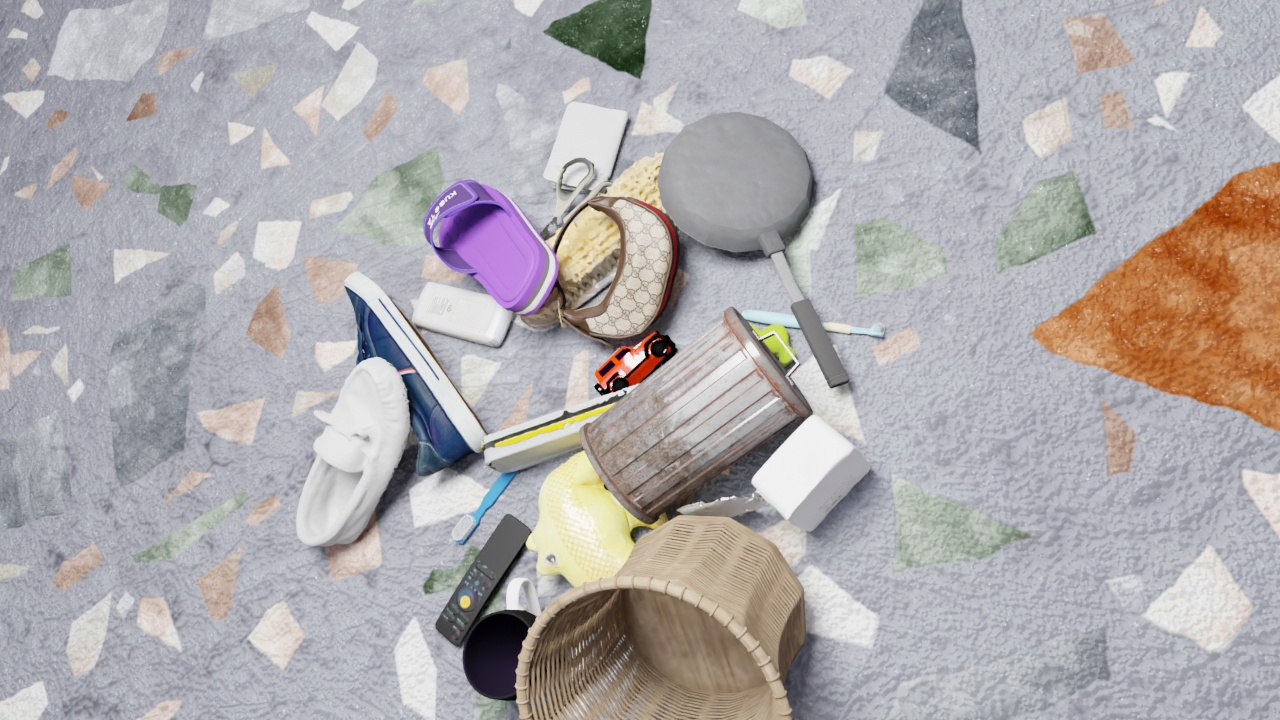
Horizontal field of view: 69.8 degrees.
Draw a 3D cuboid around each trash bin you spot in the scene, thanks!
[{"bbox_3d":[0.059,0.051,0.903,0.211,0.130,0.130,-38,63,10],"label":"trash bin"}]

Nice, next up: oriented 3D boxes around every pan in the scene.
[{"bbox_3d":[0.140,-0.131,0.992,0.178,0.041,0.357,-18,68,-11],"label":"pan"}]

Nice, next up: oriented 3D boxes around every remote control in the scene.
[{"bbox_3d":[-0.173,0.243,1.019,0.041,0.020,0.152,31,85,26],"label":"remote control"},{"bbox_3d":[-0.222,-0.058,1.140,0.139,0.025,0.060,14,77,26],"label":"remote control"}]

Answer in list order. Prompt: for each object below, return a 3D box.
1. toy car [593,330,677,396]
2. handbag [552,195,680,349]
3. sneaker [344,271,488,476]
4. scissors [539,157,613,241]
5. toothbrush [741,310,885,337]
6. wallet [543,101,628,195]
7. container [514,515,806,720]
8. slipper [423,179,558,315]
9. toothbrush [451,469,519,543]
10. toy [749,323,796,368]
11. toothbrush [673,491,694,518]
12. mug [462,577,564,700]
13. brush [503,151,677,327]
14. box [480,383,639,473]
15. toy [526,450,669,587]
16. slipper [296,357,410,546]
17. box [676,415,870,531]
[{"bbox_3d":[-0.006,0.006,1.022,0.100,0.051,0.049,-44,65,1],"label":"toy car"},{"bbox_3d":[-0.033,-0.100,1.027,0.138,0.063,0.166,17,102,10],"label":"handbag"},{"bbox_3d":[-0.302,0.021,1.099,0.127,0.121,0.294,-34,66,-8],"label":"sneaker"},{"bbox_3d":[-0.106,-0.180,1.127,0.170,0.012,0.132,-16,103,6],"label":"scissors"},{"bbox_3d":[0.184,-0.041,0.988,0.155,0.016,0.022,8,38,22],"label":"toothbrush"},{"bbox_3d":[-0.067,-0.264,1.155,0.086,0.032,0.116,18,79,14],"label":"wallet"},{"bbox_3d":[0.036,0.255,0.799,0.227,0.195,0.227,4,103,19],"label":"container"},{"bbox_3d":[-0.195,-0.146,1.072,0.107,0.084,0.266,-58,41,11],"label":"slipper"},{"bbox_3d":[-0.161,0.140,1.053,0.016,0.014,0.166,35,86,27],"label":"toothbrush"},{"bbox_3d":[0.119,0.004,0.986,0.094,0.036,0.093,-1,66,13],"label":"toy"},{"bbox_3d":[0.060,0.121,0.967,0.016,0.016,0.166,3,63,43],"label":"toothbrush"},{"bbox_3d":[-0.119,0.285,0.938,0.085,0.100,0.118,-4,70,19],"label":"mug"},{"bbox_3d":[-0.048,-0.141,1.086,0.271,0.056,0.083,-38,64,4],"label":"brush"},{"bbox_3d":[-0.073,0.077,1.009,0.210,0.064,0.033,-18,63,10],"label":"box"},{"bbox_3d":[-0.044,0.178,0.971,0.155,0.065,0.170,-24,67,-6],"label":"toy"},{"bbox_3d":[-0.333,0.108,1.045,0.112,0.074,0.247,30,109,12],"label":"slipper"},{"bbox_3d":[0.134,0.133,0.897,0.191,0.110,0.083,-33,62,11],"label":"box"}]
